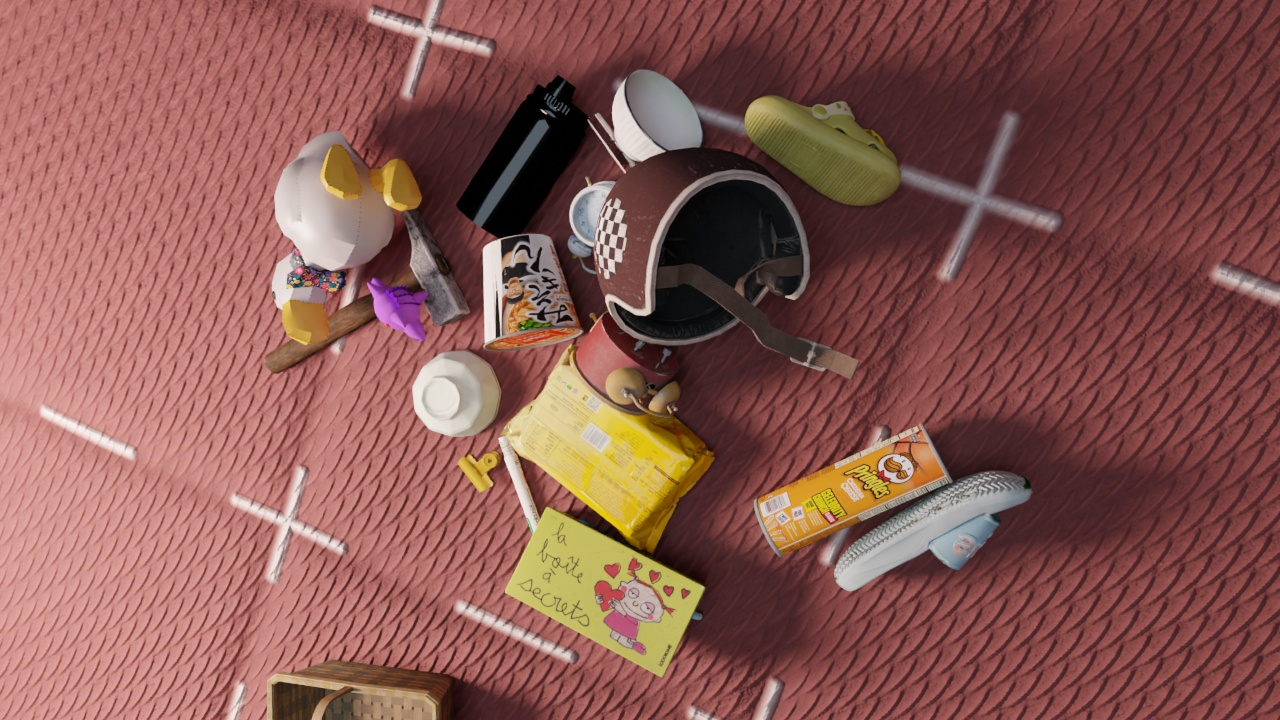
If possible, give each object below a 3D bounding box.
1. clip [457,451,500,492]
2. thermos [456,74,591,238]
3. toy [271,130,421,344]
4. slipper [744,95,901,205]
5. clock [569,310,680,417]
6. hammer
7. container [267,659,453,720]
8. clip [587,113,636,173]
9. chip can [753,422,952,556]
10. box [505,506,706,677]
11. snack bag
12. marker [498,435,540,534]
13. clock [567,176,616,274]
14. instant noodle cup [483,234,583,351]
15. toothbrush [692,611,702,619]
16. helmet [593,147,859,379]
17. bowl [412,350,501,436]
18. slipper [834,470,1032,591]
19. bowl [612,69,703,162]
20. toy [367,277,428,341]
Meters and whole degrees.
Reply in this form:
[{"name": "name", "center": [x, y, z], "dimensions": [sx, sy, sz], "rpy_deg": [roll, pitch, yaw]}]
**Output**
[{"name": "clip", "center": [-0.207, 0.140, 1.211], "dimensions": [0.049, 0.044, 0.054], "rpy_deg": [-37, 84, -22]}, {"name": "thermos", "center": [-0.135, -0.249, 1.121], "dimensions": [0.086, 0.086, 0.199], "rpy_deg": [38, 102, 8]}, {"name": "toy", "center": [-0.386, -0.167, 1.132], "dimensions": [0.268, 0.140, 0.246], "rpy_deg": [-31, 63, 42]}, {"name": "slipper", "center": [0.211, -0.250, 1.048], "dimensions": [0.190, 0.092, 0.081], "rpy_deg": [29, 61, 0]}, {"name": "clock", "center": [-0.006, 0.006, 1.080], "dimensions": [0.081, 0.117, 0.158], "rpy_deg": [-52, 44, 23]}, {"name": "hammer", "center": [-0.399, -0.094, 1.226], "dimensions": [0.301, 0.037, 0.217], "rpy_deg": [-27, 88, 15]}, {"name": "container", "center": [-0.376, 0.492, 1.197], "dimensions": [0.250, 0.186, 0.157], "rpy_deg": [2, 96, 13]}, {"name": "clip", "center": [-0.029, -0.248, 1.111], "dimensions": [0.046, 0.056, 0.102], "rpy_deg": [-34, 94, 10]}, {"name": "chip can", "center": [0.245, 0.152, 1.071], "dimensions": [0.215, 0.075, 0.075], "rpy_deg": [-28, 88, 15]}, {"name": "box", "center": [-0.041, 0.282, 1.133], "dimensions": [0.221, 0.082, 0.124], "rpy_deg": [28, 83, 10]}, {"name": "snack bag", "center": [-0.041, 0.109, 1.141], "dimensions": [0.247, 0.068, 0.160], "rpy_deg": [37, 101, 8]}, {"name": "marker", "center": [-0.155, 0.168, 1.200], "dimensions": [0.017, 0.017, 0.145], "rpy_deg": [-20, 90, 14]}, {"name": "clock", "center": [-0.045, -0.163, 1.123], "dimensions": [0.083, 0.057, 0.118], "rpy_deg": [10, 105, 12]}, {"name": "instant noodle cup", "center": [-0.141, -0.084, 1.128], "dimensions": [0.124, 0.123, 0.121], "rpy_deg": [-12, 83, 14]}, {"name": "toothbrush", "center": [-0.007, 0.303, 1.178], "dimensions": [0.181, 0.016, 0.016], "rpy_deg": [14, 89, 13]}, {"name": "helmet", "center": [0.073, -0.113, 1.003], "dimensions": [0.233, 0.253, 0.234], "rpy_deg": [-7, 109, -22]}, {"name": "bowl", "center": [-0.246, 0.046, 1.189], "dimensions": [0.117, 0.061, 0.117], "rpy_deg": [1, 95, 14]}, {"name": "slipper", "center": [0.333, 0.202, 1.044], "dimensions": [0.246, 0.103, 0.074], "rpy_deg": [-36, 88, 20]}, {"name": "bowl", "center": [0.010, -0.274, 1.079], "dimensions": [0.062, 0.117, 0.118], "rpy_deg": [-33, 86, 43]}, {"name": "toy", "center": [-0.299, -0.067, 1.139], "dimensions": [0.056, 0.088, 0.106], "rpy_deg": [-42, 85, 8]}]
